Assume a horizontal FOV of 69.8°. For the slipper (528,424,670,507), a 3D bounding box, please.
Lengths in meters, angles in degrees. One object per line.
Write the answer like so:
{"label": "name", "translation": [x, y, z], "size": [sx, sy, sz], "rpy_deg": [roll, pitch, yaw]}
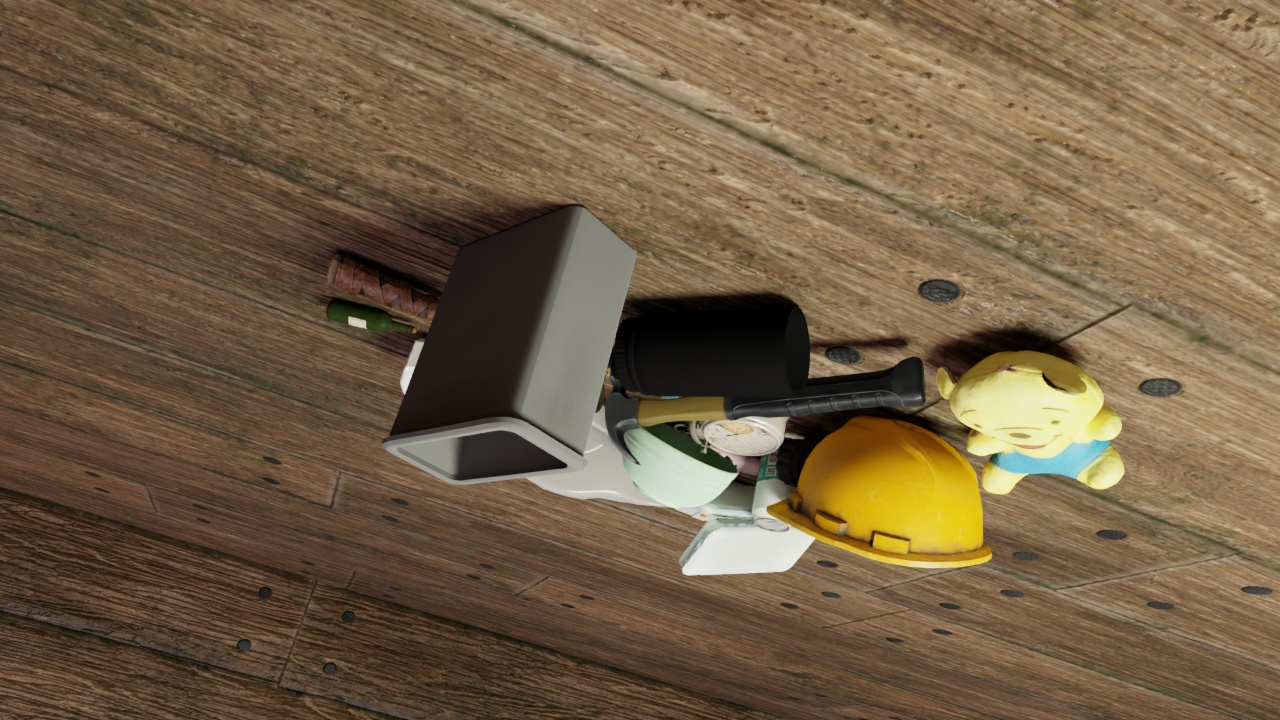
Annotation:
{"label": "slipper", "translation": [-0.055, 0.137, 1.237], "size": [0.265, 0.112, 0.081], "rpy_deg": [14, 165, -12]}

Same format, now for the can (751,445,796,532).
{"label": "can", "translation": [0.174, 0.162, 1.161], "size": [0.055, 0.101, 0.055], "rpy_deg": [11, 153, 5]}

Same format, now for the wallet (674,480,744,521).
{"label": "wallet", "translation": [0.123, 0.208, 1.346], "size": [0.115, 0.037, 0.119], "rpy_deg": [22, 148, -15]}

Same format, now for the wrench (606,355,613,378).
{"label": "wrench", "translation": [-0.006, 0.006, 1.036], "size": [0.274, 0.022, 0.073], "rpy_deg": [-3, 140, 30]}

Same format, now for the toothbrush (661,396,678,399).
{"label": "toothbrush", "translation": [0.095, 0.023, 1.027], "size": [0.190, 0.017, 0.016], "rpy_deg": [-14, 141, 43]}

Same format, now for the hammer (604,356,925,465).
{"label": "hammer", "translation": [0.114, 0.042, 0.928], "size": [0.334, 0.117, 0.025], "rpy_deg": [-7, 150, 23]}

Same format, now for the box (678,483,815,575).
{"label": "box", "translation": [0.130, 0.207, 1.231], "size": [0.214, 0.127, 0.106], "rpy_deg": [10, 128, -40]}

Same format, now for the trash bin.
{"label": "trash bin", "translation": [-0.117, -0.010, 0.842], "size": [0.192, 0.219, 0.097], "rpy_deg": [-12, 143, 41]}

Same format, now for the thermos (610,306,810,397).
{"label": "thermos", "translation": [0.060, -0.007, 0.911], "size": [0.199, 0.086, 0.086], "rpy_deg": [-1, 150, 26]}

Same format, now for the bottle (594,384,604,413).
{"label": "bottle", "translation": [-0.136, 0.039, 1.135], "size": [0.185, 0.045, 0.045], "rpy_deg": [1, 150, 24]}

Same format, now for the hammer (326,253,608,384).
{"label": "hammer", "translation": [-0.185, -0.040, 0.999], "size": [0.318, 0.048, 0.122], "rpy_deg": [23, 130, -7]}

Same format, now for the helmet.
{"label": "helmet", "translation": [0.268, 0.130, 1.019], "size": [0.204, 0.131, 0.256], "rpy_deg": [1, -173, -40]}

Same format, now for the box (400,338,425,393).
{"label": "box", "translation": [-0.202, 0.020, 1.095], "size": [0.166, 0.083, 0.093], "rpy_deg": [10, 144, 5]}

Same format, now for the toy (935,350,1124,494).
{"label": "toy", "translation": [0.377, 0.055, 0.885], "size": [0.149, 0.083, 0.214], "rpy_deg": [-8, 143, 37]}

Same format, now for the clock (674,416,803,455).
{"label": "clock", "translation": [0.104, 0.077, 1.077], "size": [0.157, 0.061, 0.103], "rpy_deg": [-12, 142, 38]}

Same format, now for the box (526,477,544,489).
{"label": "box", "translation": [-0.181, 0.127, 1.324], "size": [0.117, 0.057, 0.210], "rpy_deg": [-9, 145, 34]}

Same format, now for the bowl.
{"label": "bowl", "translation": [0.037, 0.131, 1.121], "size": [0.151, 0.077, 0.151], "rpy_deg": [27, -174, -3]}

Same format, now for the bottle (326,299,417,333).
{"label": "bottle", "translation": [-0.314, -0.048, 1.076], "size": [0.106, 0.025, 0.025], "rpy_deg": [14, 153, 0]}

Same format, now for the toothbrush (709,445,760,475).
{"label": "toothbrush", "translation": [0.127, 0.134, 1.211], "size": [0.222, 0.027, 0.027], "rpy_deg": [16, 126, -4]}

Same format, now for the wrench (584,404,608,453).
{"label": "wrench", "translation": [-0.166, 0.060, 1.182], "size": [0.273, 0.086, 0.018], "rpy_deg": [16, 155, 20]}
